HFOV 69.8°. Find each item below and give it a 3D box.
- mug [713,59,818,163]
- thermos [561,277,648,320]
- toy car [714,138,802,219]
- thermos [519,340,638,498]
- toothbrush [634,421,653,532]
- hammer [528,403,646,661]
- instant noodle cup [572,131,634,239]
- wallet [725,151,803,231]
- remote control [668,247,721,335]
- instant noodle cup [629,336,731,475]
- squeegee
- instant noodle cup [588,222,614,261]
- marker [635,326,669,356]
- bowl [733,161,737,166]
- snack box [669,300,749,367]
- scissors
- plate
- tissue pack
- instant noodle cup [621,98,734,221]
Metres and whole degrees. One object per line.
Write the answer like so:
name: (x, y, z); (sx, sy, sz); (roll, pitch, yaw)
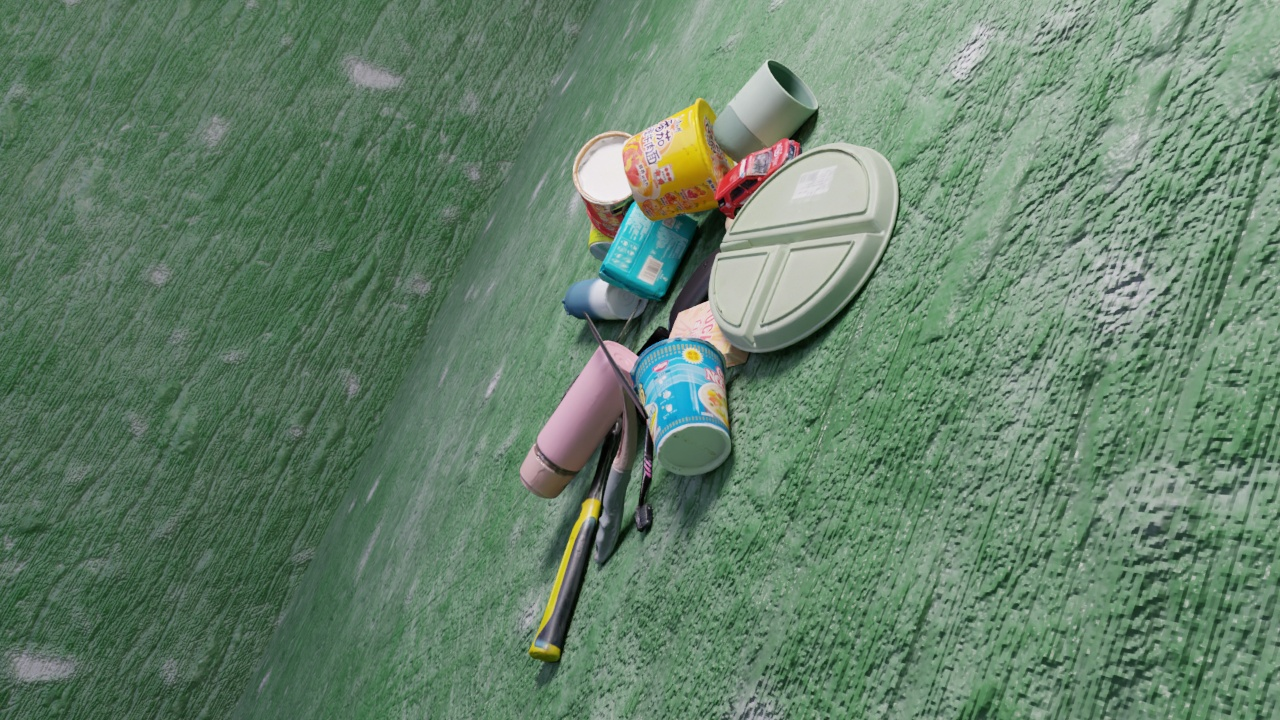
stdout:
mug: (0.152, -0.294, 1.103); (0.107, 0.082, 0.111); (-46, -7, 34)
thermos: (-0.056, -0.092, 1.352); (0.070, 0.070, 0.221); (-64, 19, -7)
toy car: (0.129, -0.202, 1.016); (0.121, 0.045, 0.052); (-31, 39, 48)
thermos: (-0.066, 0.072, 1.074); (0.199, 0.067, 0.087); (-56, -12, 20)
toothbrush: (0.009, 0.109, 0.998); (0.018, 0.014, 0.188); (-36, 30, 31)
hammer: (-0.061, 0.180, 1.047); (0.126, 0.032, 0.322); (-34, 33, 53)
instant noodle cup: (-0.030, -0.251, 1.299); (0.138, 0.138, 0.108); (-63, -20, -4)
wallet: (0.146, -0.195, 1.061); (0.115, 0.024, 0.087); (-6, 62, 67)
remote control: (0.068, -0.086, 1.098); (0.137, 0.024, 0.053); (-55, 20, 17)
instant noodle cup: (0.044, 0.049, 0.888); (0.099, 0.099, 0.109); (-49, 32, 31)
squeegee: (-0.025, 0.103, 0.950); (0.247, 0.040, 0.250); (-125, 36, -63)
instant noodle cup: (-0.027, -0.214, 1.398); (0.112, 0.111, 0.123); (-22, 51, 60)
marker: (-0.007, 0.007, 1.162); (0.132, 0.020, 0.022); (-50, 60, 30)
bowl: (0.087, -0.271, 1.247); (0.114, 0.062, 0.113); (-51, 21, 27)
snack box: (0.075, -0.027, 0.999); (0.158, 0.026, 0.084); (-20, 45, 62)
scissors: (-0.057, 0.021, 1.194); (0.228, 0.022, 0.190); (-44, -24, -59)
plate: (0.147, -0.114, 0.887); (0.231, 0.027, 0.229); (-37, 37, 34)
tissue pack: (0.011, -0.151, 1.221); (0.133, 0.093, 0.050); (-64, 5, -9)
instant noodle cup: (0.048, -0.240, 1.140); (0.110, 0.138, 0.137); (-16, 39, 20)
